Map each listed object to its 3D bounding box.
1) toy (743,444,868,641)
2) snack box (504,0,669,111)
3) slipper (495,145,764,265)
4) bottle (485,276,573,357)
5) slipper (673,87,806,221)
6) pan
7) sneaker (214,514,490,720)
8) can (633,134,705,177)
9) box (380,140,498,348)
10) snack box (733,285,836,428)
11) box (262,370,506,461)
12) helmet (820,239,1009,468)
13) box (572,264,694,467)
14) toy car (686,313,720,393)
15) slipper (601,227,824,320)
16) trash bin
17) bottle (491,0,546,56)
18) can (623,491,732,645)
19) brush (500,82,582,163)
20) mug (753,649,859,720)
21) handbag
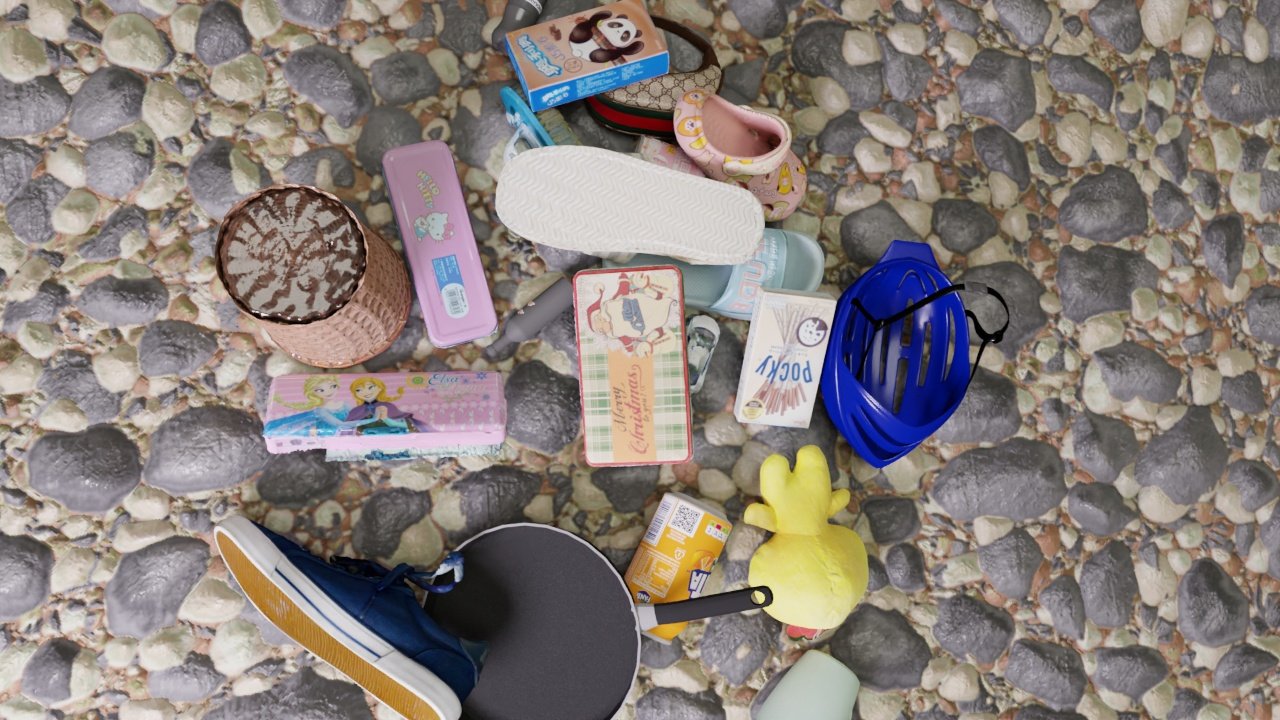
[{"bbox_3d":[0.177,0.196,0.970,0.133,0.092,0.207,-11,85,-14],"label":"toy"},{"bbox_3d":[-0.055,-0.319,0.952,0.151,0.034,0.087,-19,64,-8],"label":"snack box"},{"bbox_3d":[-0.010,-0.154,0.934,0.272,0.054,0.114,8,103,-4],"label":"slipper"},{"bbox_3d":[-0.117,-0.042,0.968,0.113,0.030,0.030,-40,93,-11],"label":"bottle"},{"bbox_3d":[0.119,-0.218,0.963,0.197,0.082,0.093,27,65,-38],"label":"slipper"},{"bbox_3d":[-0.046,0.258,0.895,0.357,0.034,0.225,-13,85,10],"label":"pan"},{"bbox_3d":[-0.269,0.221,0.885,0.294,0.121,0.127,32,47,6],"label":"sneaker"},{"bbox_3d":[0.026,-0.199,0.989,0.076,0.067,0.067,18,82,-8],"label":"can"},{"bbox_3d":[-0.210,-0.122,0.957,0.076,0.036,0.214,-16,88,-15],"label":"box"},{"bbox_3d":[0.154,-0.002,0.985,0.082,0.026,0.150,5,110,-10],"label":"snack box"},{"bbox_3d":[-0.253,0.062,0.931,0.230,0.077,0.084,-1,48,-10],"label":"box"},{"bbox_3d":[0.279,-0.006,0.935,0.147,0.228,0.241,5,87,-10],"label":"helmet"},{"bbox_3d":[-0.006,0.006,0.948,0.118,0.050,0.205,-2,95,9],"label":"box"},{"bbox_3d":[0.060,-0.008,0.998,0.038,0.027,0.089,20,82,-6],"label":"toy car"},{"bbox_3d":[0.081,-0.101,0.987,0.245,0.074,0.104,4,85,-8],"label":"slipper"},{"bbox_3d":[-0.294,-0.075,0.848,0.151,0.210,0.151,1,85,-11],"label":"trash bin"},{"bbox_3d":[-0.125,-0.383,0.992,0.036,0.036,0.109,25,81,-7],"label":"bottle"},{"bbox_3d":[0.032,0.212,0.948,0.079,0.079,0.142,28,81,-7],"label":"can"},{"bbox_3d":[-0.111,-0.230,0.972,0.075,0.055,0.136,-36,91,-16],"label":"brush"},{"bbox_3d":[0.185,0.374,0.968,0.103,0.084,0.111,-51,123,-22],"label":"mug"},{"bbox_3d":[0.008,-0.317,1.007,0.166,0.063,0.138,8,66,-5],"label":"handbag"}]
